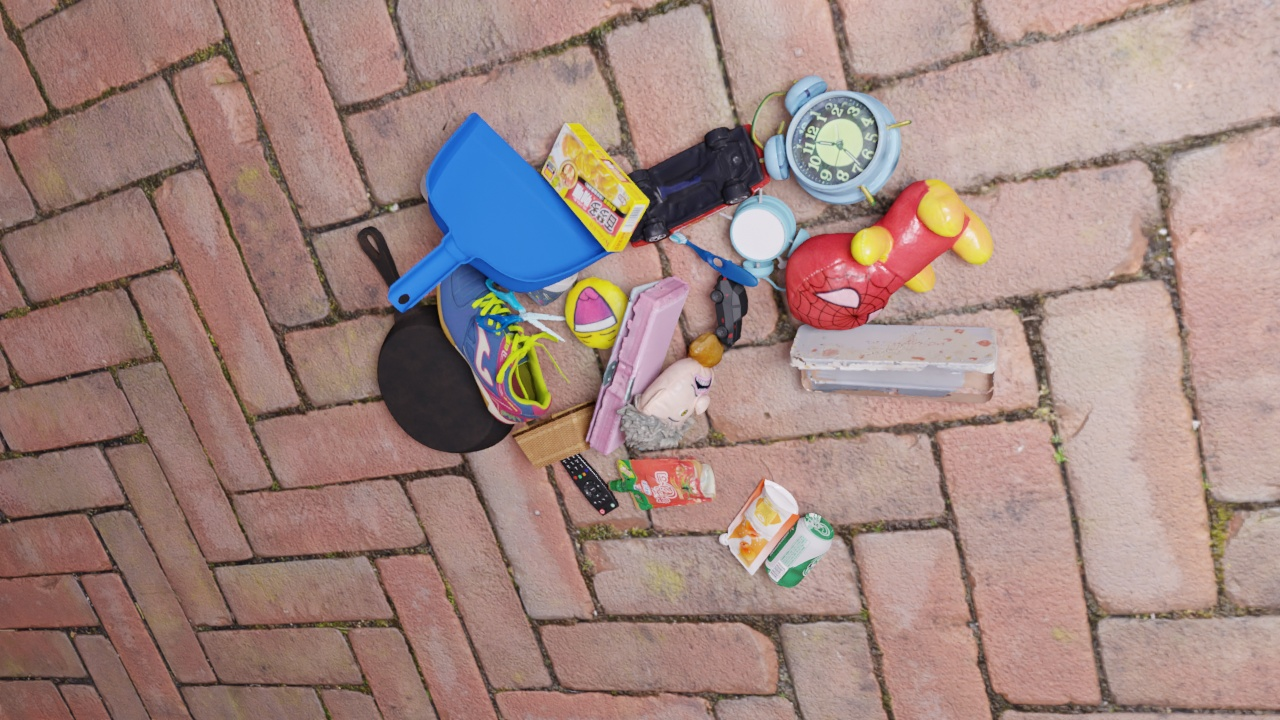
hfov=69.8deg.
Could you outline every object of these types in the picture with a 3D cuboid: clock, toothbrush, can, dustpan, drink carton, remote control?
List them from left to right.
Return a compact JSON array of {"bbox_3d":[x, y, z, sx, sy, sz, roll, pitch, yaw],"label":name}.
[{"bbox_3d":[-0.191,-0.142,1.075,0.245,0.257,0.060,44,160,1],"label":"dustpan"},{"bbox_3d":[-0.079,0.162,1.288,0.039,0.010,0.125,-35,95,31],"label":"remote control"},{"bbox_3d":[0.084,-0.119,1.072,0.132,0.016,0.021,35,120,29],"label":"toothbrush"},{"bbox_3d":[0.152,0.218,1.195,0.069,0.038,0.122,48,125,28],"label":"drink carton"},{"bbox_3d":[0.149,-0.134,1.051,0.088,0.041,0.123,-29,103,30],"label":"clock"},{"bbox_3d":[0.202,0.245,1.176,0.053,0.053,0.101,35,121,7],"label":"can"},{"bbox_3d":[0.193,-0.231,0.960,0.162,0.060,0.118,24,102,23],"label":"clock"}]

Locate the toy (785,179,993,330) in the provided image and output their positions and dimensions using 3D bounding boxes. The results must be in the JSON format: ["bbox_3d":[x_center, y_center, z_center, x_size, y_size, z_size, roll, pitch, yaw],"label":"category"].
[{"bbox_3d":[0.251,-0.106,0.975,0.217,0.098,0.147,-29,139,29],"label":"toy"}]

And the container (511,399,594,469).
[{"bbox_3d":[-0.109,0.101,1.238,0.114,0.063,0.061,-23,88,30],"label":"container"}]

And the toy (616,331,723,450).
[{"bbox_3d":[0.049,0.043,1.128,0.076,0.132,0.176,39,106,20],"label":"toy"}]

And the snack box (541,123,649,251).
[{"bbox_3d":[-0.055,-0.204,1.077,0.152,0.025,0.075,51,129,26],"label":"snack box"}]

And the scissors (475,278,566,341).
[{"bbox_3d":[-0.152,-0.049,1.174,0.133,0.103,0.015,34,140,-9],"label":"scissors"}]

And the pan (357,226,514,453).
[{"bbox_3d":[-0.309,-0.021,1.292,0.249,0.043,0.356,-21,102,29],"label":"pan"}]

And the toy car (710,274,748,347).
[{"bbox_3d":[0.109,-0.061,1.093,0.036,0.042,0.092,0,111,26],"label":"toy car"}]

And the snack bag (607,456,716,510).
[{"bbox_3d":[0.023,0.164,1.234,0.155,0.044,0.087,-7,119,32],"label":"snack bag"}]

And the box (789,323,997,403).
[{"bbox_3d":[0.284,0.007,1.030,0.217,0.094,0.108,3,137,22],"label":"box"}]

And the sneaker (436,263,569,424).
[{"bbox_3d":[-0.181,-0.036,1.201,0.091,0.116,0.242,-16,100,46],"label":"sneaker"}]

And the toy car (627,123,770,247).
[{"bbox_3d":[0.055,-0.197,1.044,0.190,0.056,0.081,-22,83,31],"label":"toy car"}]

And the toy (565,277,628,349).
[{"bbox_3d":[-0.053,-0.060,1.166,0.096,0.041,0.094,-9,104,29],"label":"toy"}]

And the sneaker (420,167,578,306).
[{"bbox_3d":[-0.189,-0.153,1.165,0.235,0.087,0.079,38,132,3],"label":"sneaker"}]

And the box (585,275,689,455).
[{"bbox_3d":[-0.007,0.006,1.146,0.046,0.097,0.233,29,121,18],"label":"box"}]
